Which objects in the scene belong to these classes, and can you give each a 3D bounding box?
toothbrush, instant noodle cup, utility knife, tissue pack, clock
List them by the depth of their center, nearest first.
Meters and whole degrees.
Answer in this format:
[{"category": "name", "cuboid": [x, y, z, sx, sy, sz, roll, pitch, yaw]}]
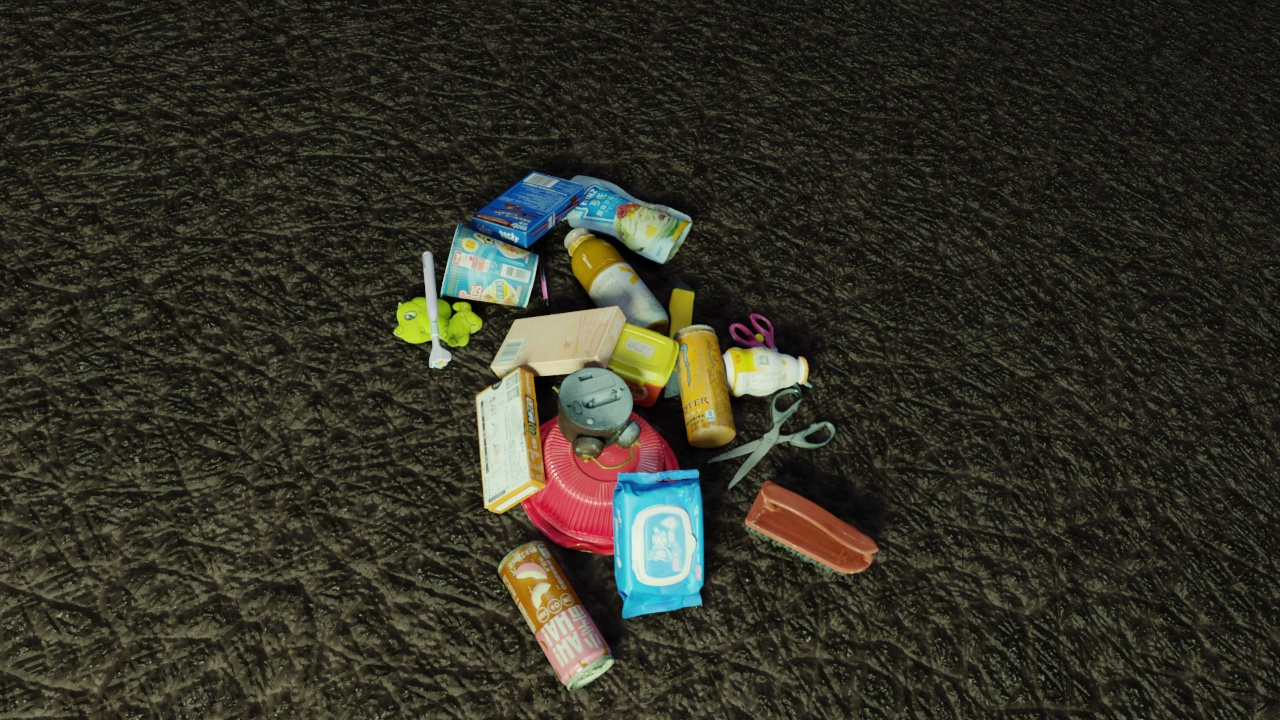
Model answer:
[{"category": "tissue pack", "cuboid": [0.020, 0.194, 0.969, 0.095, 0.052, 0.157, -3, 95, -13]}, {"category": "clock", "cuboid": [-0.047, 0.064, 1.006, 0.082, 0.055, 0.122, -16, 60, -22]}, {"category": "instant noodle cup", "cuboid": [-0.043, 0.120, 1.042, 0.194, 0.066, 0.193, 5, 55, -8]}, {"category": "toothbrush", "cuboid": [-0.254, -0.067, 1.126, 0.029, 0.021, 0.189, -20, 52, 5]}, {"category": "instant noodle cup", "cuboid": [-0.190, -0.115, 1.171, 0.110, 0.099, 0.099, 14, 53, -10]}, {"category": "utility knife", "cuboid": [0.048, -0.028, 1.197, 0.033, 0.015, 0.192, 11, 54, -3]}, {"category": "toothbrush", "cuboid": [-0.134, -0.147, 1.251, 0.017, 0.014, 0.189, 5, 53, -23]}]

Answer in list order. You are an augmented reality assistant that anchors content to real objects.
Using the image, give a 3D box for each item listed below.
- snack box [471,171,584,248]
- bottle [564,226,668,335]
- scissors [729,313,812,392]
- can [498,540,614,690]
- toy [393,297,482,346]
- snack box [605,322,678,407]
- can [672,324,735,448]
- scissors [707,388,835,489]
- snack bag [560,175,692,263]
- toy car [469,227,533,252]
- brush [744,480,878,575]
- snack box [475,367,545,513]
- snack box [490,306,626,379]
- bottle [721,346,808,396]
[{"category": "snack box", "cuboid": [-0.149, -0.206, 1.239, 0.084, 0.026, 0.156, 19, 40, 19]}, {"category": "bottle", "cuboid": [-0.037, -0.099, 1.200, 0.067, 0.068, 0.189, -24, 62, -26]}, {"category": "scissors", "cuboid": [0.183, -0.012, 1.216, 0.137, 0.017, 0.077, 42, 49, 14]}, {"category": "can", "cuboid": [-0.088, 0.258, 0.937, 0.057, 0.058, 0.147, -24, 62, -26]}, {"category": "toy", "cuboid": [-0.254, -0.049, 1.145, 0.100, 0.031, 0.096, 28, 49, 6]}, {"category": "snack box", "cuboid": [-0.007, 0.007, 1.121, 0.091, 0.080, 0.081, 19, 54, 3]}, {"category": "can", "cuboid": [0.077, 0.032, 1.123, 0.058, 0.058, 0.145, -2, 61, -12]}, {"category": "scissors", "cuboid": [0.164, 0.096, 1.135, 0.159, 0.014, 0.170, 9, 55, -2]}, {"category": "snack bag", "cuboid": [-0.029, -0.204, 1.299, 0.191, 0.039, 0.110, 25, 59, 12]}, {"category": "toy car", "cuboid": [-0.189, -0.151, 1.228, 0.090, 0.035, 0.042, 13, 54, 1]}, {"category": "brush", "cuboid": [0.195, 0.191, 1.033, 0.146, 0.069, 0.063, 28, 55, 9]}, {"category": "snack box", "cuboid": [-0.149, 0.089, 1.039, 0.026, 0.075, 0.153, 28, 40, -43]}, {"category": "snack box", "cuboid": [-0.099, -0.020, 1.104, 0.158, 0.026, 0.084, -5, 46, 31]}, {"category": "bottle", "cuboid": [0.155, 0.014, 1.158, 0.108, 0.063, 0.063, -1, 55, -12]}]
